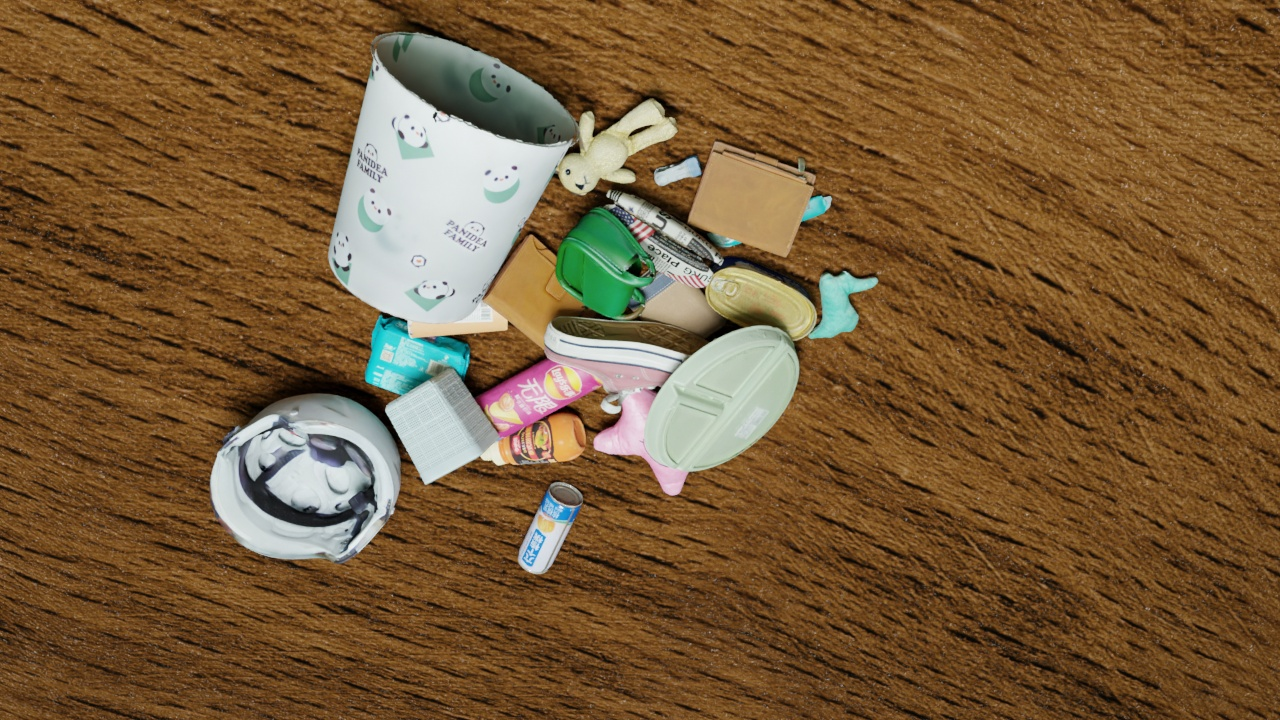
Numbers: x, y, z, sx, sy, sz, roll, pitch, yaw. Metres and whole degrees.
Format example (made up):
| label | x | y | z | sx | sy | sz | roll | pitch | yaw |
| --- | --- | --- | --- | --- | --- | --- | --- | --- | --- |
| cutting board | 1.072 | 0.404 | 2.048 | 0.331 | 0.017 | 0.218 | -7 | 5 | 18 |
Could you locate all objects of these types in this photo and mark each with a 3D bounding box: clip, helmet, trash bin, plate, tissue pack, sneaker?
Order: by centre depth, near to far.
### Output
| label | x | y | z | sx | sy | sz | roll | pitch | yaw |
| --- | --- | --- | --- | --- | --- | --- | --- | --- | --- |
| trash bin | -0.222 | -0.193 | 1.023 | 0.229 | 0.229 | 0.252 | 24 | 119 | -11 |
| clip | 0.044 | -0.228 | 1.105 | 0.058 | 0.038 | 0.026 | -14 | 118 | 10 |
| sneaker | -0.007 | 0.007 | 1.140 | 0.240 | 0.118 | 0.088 | 7 | 117 | -18 |
| plate | 0.108 | 0.055 | 1.151 | 0.229 | 0.027 | 0.231 | -22 | 139 | -20 |
| tissue pack | -0.295 | 0.003 | 1.210 | 0.133 | 0.050 | 0.093 | 21 | 116 | -9 |
| helmet | -0.434 | 0.142 | 1.230 | 0.259 | 0.145 | 0.229 | -35 | 110 | 26 |

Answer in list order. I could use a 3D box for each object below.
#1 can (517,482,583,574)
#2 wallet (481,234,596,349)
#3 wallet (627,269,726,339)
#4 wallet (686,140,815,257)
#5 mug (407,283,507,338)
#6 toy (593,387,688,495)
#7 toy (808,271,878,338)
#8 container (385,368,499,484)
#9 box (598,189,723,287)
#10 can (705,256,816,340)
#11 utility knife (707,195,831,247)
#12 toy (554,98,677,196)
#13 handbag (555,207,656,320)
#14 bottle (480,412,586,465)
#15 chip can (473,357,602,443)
| label | x | y | z | sx | sy | sz | roll | pitch | yaw |
| --- | --- | --- | --- | --- | --- | --- | --- | --- | --- |
| can | -0.132 | 0.243 | 1.325 | 0.053 | 0.053 | 0.135 | 22 | 115 | -10 |
| wallet | -0.119 | -0.078 | 1.148 | 0.132 | 0.031 | 0.107 | 41 | 71 | -24 |
| wallet | 0.043 | -0.068 | 1.179 | 0.090 | 0.033 | 0.115 | -35 | 112 | 20 |
| wallet | 0.136 | -0.200 | 1.103 | 0.130 | 0.035 | 0.119 | 19 | 104 | -3 |
| mug | -0.229 | -0.067 | 1.158 | 0.122 | 0.078 | 0.078 | -1 | 117 | -8 |
| toy | 0.036 | 0.086 | 1.229 | 0.194 | 0.074 | 0.179 | 37 | 111 | -23 |
| toy | 0.257 | -0.075 | 1.173 | 0.096 | 0.030 | 0.092 | -13 | 118 | 1 |
| container | -0.252 | 0.080 | 1.159 | 0.090 | 0.089 | 0.111 | -28 | 97 | 15 |
| box | 0.017 | -0.139 | 1.103 | 0.163 | 0.075 | 0.082 | 33 | 98 | -5 |
| can | 0.151 | -0.079 | 1.160 | 0.148 | 0.049 | 0.075 | 22 | 115 | -10 |
| utility knife | 0.161 | -0.172 | 1.134 | 0.158 | 0.013 | 0.029 | -19 | 114 | 10 |
| toy | -0.030 | -0.246 | 1.071 | 0.157 | 0.066 | 0.105 | -28 | 130 | 22 |
| handbag | -0.039 | -0.110 | 1.097 | 0.120 | 0.067 | 0.131 | 37 | 156 | 5 |
| bottle | -0.152 | 0.114 | 1.260 | 0.150 | 0.066 | 0.067 | -13 | 116 | 15 |
| chip can | -0.146 | 0.046 | 1.216 | 0.211 | 0.071 | 0.071 | -28 | 113 | 14 |
